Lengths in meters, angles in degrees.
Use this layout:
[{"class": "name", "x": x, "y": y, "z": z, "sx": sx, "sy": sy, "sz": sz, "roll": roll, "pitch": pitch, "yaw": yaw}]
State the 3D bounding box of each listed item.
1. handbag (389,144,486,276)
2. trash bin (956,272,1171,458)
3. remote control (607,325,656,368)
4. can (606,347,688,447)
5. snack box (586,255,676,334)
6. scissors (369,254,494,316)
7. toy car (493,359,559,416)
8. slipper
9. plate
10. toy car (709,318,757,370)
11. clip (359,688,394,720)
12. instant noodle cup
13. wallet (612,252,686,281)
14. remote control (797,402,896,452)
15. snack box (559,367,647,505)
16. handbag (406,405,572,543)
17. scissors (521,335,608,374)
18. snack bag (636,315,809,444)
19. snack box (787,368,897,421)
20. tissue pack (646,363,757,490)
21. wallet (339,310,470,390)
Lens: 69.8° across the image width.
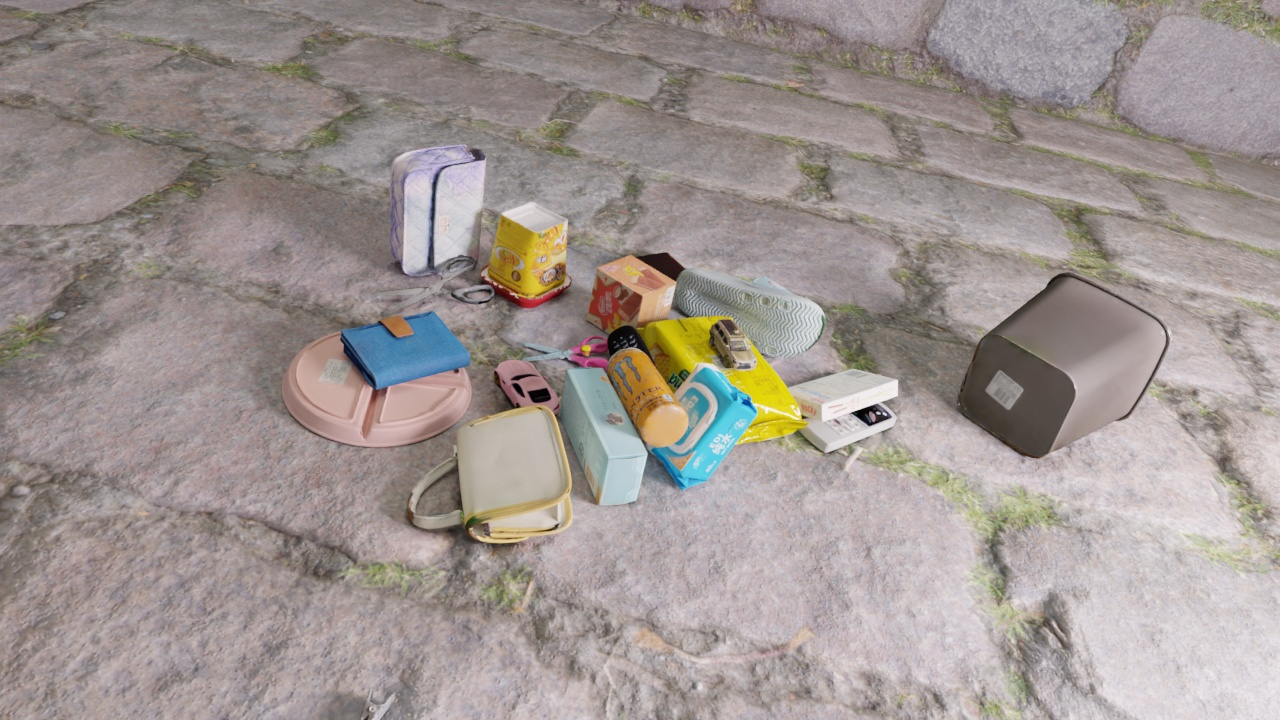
[{"class": "handbag", "x": -0.298, "y": -0.217, "z": 1.361, "sx": 0.134, "sy": 0.194, "sz": 0.075, "roll": -17, "pitch": 49, "yaw": -31}, {"class": "trash bin", "x": 0.597, "y": 0.013, "z": 1.327, "sx": 0.219, "sy": 0.199, "sz": 0.198, "roll": -23, "pitch": 46, "yaw": -32}, {"class": "remote control", "x": -0.007, "y": 0.007, "z": 1.257, "sx": 0.053, "sy": 0.024, "sz": 0.136, "roll": -29, "pitch": 51, "yaw": 6}, {"class": "can", "x": 0.006, "y": 0.042, "z": 1.102, "sx": 0.058, "sy": 0.058, "sz": 0.146, "roll": -2, "pitch": 29, "yaw": -21}, {"class": "snack box", "x": -0.014, "y": -0.087, "z": 1.349, "sx": 0.094, "sy": 0.093, "sz": 0.076, "roll": 33, "pitch": 39, "yaw": 27}, {"class": "scissors", "x": -0.295, "y": -0.105, "z": 1.334, "sx": 0.173, "sy": 0.014, "sz": 0.159, "roll": 17, "pitch": 47, "yaw": -1}, {"class": "toy car", "x": -0.147, "y": 0.034, "z": 1.182, "sx": 0.056, "sy": 0.037, "sz": 0.122, "roll": -9, "pitch": 38, "yaw": -32}, {"class": "slipper", "x": 0.166, "y": -0.081, "z": 1.398, "sx": 0.246, "sy": 0.104, "sz": 0.074, "roll": 22, "pitch": 33, "yaw": 25}, {"class": "plate", "x": -0.326, "y": 0.024, "z": 1.145, "sx": 0.229, "sy": 0.028, "sz": 0.229, "roll": 8, "pitch": 35, "yaw": -6}, {"class": "toy car", "x": 0.124, "y": -0.020, "z": 1.227, "sx": 0.042, "sy": 0.035, "sz": 0.090, "roll": -4, "pitch": 41, "yaw": -21}, {"class": "clip", "x": -0.229, "y": 0.303, "z": 0.775, "sx": 0.029, "sy": 0.024, "sz": 0.056, "roll": 17, "pitch": 28, "yaw": -1}, {"class": "instant noodle cup", "x": -0.167, "y": -0.162, "z": 1.381, "sx": 0.116, "sy": 0.124, "sz": 0.115, "roll": 30, "pitch": 38, "yaw": 23}, {"class": "wallet", "x": 0.023, "y": -0.144, "z": 1.512, "sx": 0.122, "sy": 0.020, "sz": 0.096, "roll": -15, "pitch": 48, "yaw": -36}, {"class": "remote control", "x": 0.286, "y": 0.085, "z": 1.260, "sx": 0.149, "sy": 0.021, "sz": 0.058, "roll": -16, "pitch": 43, "yaw": -34}, {"class": "snack box", "x": -0.047, "y": 0.087, "z": 1.100, "sx": 0.051, "sy": 0.074, "sz": 0.174, "roll": -3, "pitch": 37, "yaw": -22}, {"class": "handbag", "x": -0.169, "y": 0.135, "z": 1.020, "sx": 0.178, "sy": 0.063, "sz": 0.163, "roll": -11, "pitch": 38, "yaw": -8}, {"class": "scissors", "x": -0.099, "y": -0.003, "z": 1.272, "sx": 0.136, "sy": 0.017, "sz": 0.105, "roll": -9, "pitch": 45, "yaw": -22}, {"class": "snack bag", "x": 0.104, "y": 0.020, "z": 1.256, "sx": 0.157, "sy": 0.068, "sz": 0.246, "roll": -6, "pitch": 39, "yaw": -25}, {"class": "snack box", "x": 0.277, "y": 0.046, "z": 1.284, "sx": 0.156, "sy": 0.027, "sz": 0.085, "roll": -15, "pitch": 19, "yaw": -33}, {"class": "tissue pack", "x": 0.070, "y": 0.077, "z": 1.111, "sx": 0.063, "sy": 0.140, "sz": 0.090, "roll": 24, "pitch": 18, "yaw": -47}, {"class": "wallet", "x": -0.296, "y": -0.015, "z": 1.156, "sx": 0.132, "sy": 0.040, "sz": 0.106, "roll": -16, "pitch": 47, "yaw": -37}]
